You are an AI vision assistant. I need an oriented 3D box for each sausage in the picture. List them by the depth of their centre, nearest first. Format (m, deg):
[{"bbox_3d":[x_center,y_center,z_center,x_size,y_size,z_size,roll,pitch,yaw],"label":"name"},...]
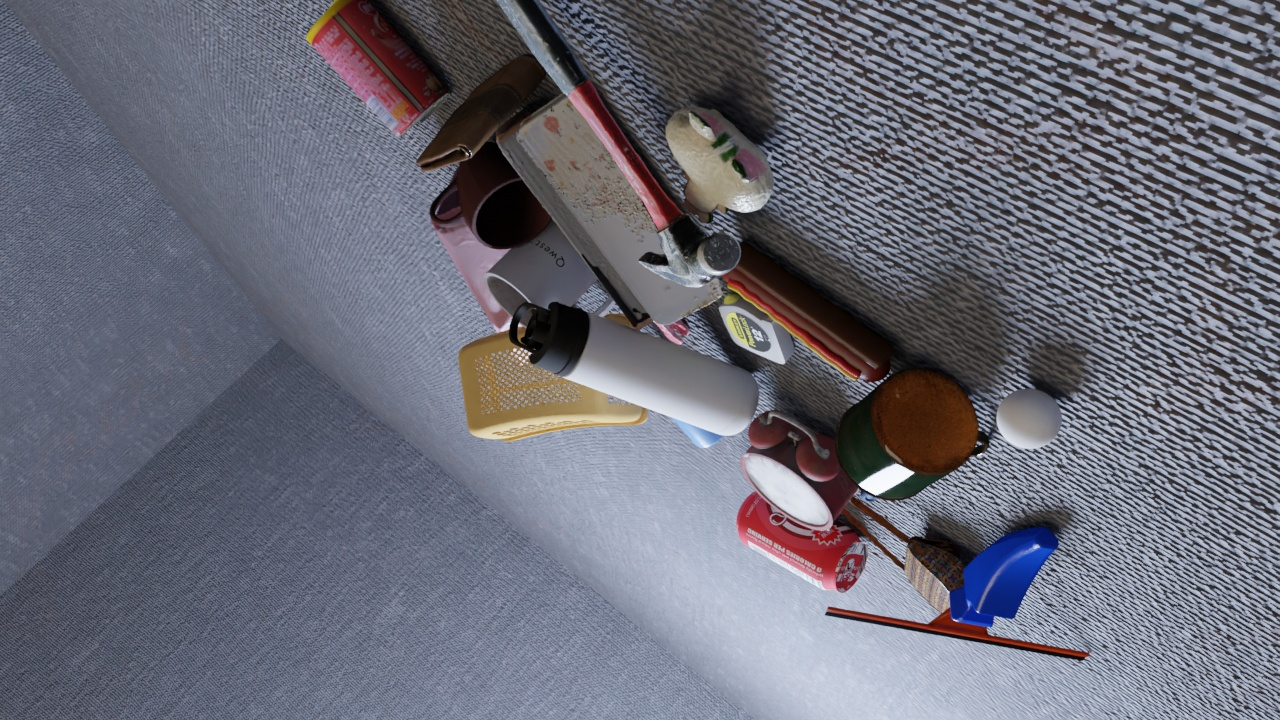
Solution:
[{"bbox_3d":[0.126,-0.036,0.708,0.155,0.040,0.040,37,160,12],"label":"sausage"}]

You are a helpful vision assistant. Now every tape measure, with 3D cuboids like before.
[{"bbox_3d":[0.101,-0.030,0.799,0.065,0.016,0.064,25,154,40],"label":"tape measure"}]

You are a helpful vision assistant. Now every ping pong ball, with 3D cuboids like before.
[{"bbox_3d":[0.259,0.039,0.613,0.040,0.040,0.040,36,160,16],"label":"ping pong ball"}]

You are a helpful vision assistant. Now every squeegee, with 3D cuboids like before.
[{"bbox_3d":[0.310,0.195,0.800,0.249,0.055,0.185,10,143,-2],"label":"squeegee"}]

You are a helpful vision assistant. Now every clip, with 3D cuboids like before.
[{"bbox_3d":[0.026,-0.035,0.904,0.023,0.043,0.060,28,143,43],"label":"clip"}]

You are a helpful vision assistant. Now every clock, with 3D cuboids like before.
[{"bbox_3d":[0.156,0.096,0.892,0.110,0.061,0.157,30,155,31],"label":"clock"}]

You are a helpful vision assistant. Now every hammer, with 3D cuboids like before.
[{"bbox_3d":[-0.046,-0.191,0.654,0.326,0.036,0.140,54,170,-9],"label":"hammer"}]

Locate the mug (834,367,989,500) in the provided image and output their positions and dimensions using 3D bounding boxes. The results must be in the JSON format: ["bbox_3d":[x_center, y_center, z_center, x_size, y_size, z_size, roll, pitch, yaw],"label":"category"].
[{"bbox_3d":[0.214,0.057,0.695,0.111,0.084,0.081,7,158,-5],"label":"mug"}]

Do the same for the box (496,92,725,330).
[{"bbox_3d":[-0.024,-0.132,0.792,0.217,0.096,0.114,53,-174,-25],"label":"box"}]

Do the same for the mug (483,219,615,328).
[{"bbox_3d":[-0.079,-0.079,0.913,0.119,0.096,0.083,34,159,20],"label":"mug"}]

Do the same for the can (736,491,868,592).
[{"bbox_3d":[0.181,0.203,1.047,0.143,0.074,0.074,25,154,40],"label":"can"}]

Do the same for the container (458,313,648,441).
[{"bbox_3d":[-0.089,0.018,1.016,0.184,0.129,0.166,-9,179,20],"label":"container"}]

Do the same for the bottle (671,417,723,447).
[{"bbox_3d":[0.041,0.035,0.998,0.131,0.048,0.048,49,159,-18],"label":"bottle"}]

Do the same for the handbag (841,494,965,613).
[{"bbox_3d":[0.253,0.174,0.935,0.196,0.043,0.093,40,166,30],"label":"handbag"}]

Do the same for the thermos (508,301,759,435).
[{"bbox_3d":[-0.005,0.005,0.870,0.229,0.068,0.101,20,-179,-24],"label":"thermos"}]

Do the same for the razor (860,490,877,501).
[{"bbox_3d":[0.224,0.105,0.848,0.044,0.018,0.141,2,156,2],"label":"razor"}]

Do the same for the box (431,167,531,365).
[{"bbox_3d":[-0.154,-0.111,1.048,0.233,0.099,0.106,64,-176,-48],"label":"box"}]

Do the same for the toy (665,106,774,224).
[{"bbox_3d":[0.052,-0.134,0.626,0.087,0.050,0.112,43,176,8],"label":"toy"}]

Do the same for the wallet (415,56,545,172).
[{"bbox_3d":[-0.136,-0.202,0.765,0.027,0.098,0.121,44,161,-27],"label":"wallet"}]

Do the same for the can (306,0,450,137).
[{"bbox_3d":[-0.245,-0.276,0.858,0.124,0.066,0.067,48,160,-16],"label":"can"}]

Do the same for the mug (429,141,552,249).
[{"bbox_3d":[-0.149,-0.161,0.870,0.088,0.114,0.087,56,164,31],"label":"mug"}]
